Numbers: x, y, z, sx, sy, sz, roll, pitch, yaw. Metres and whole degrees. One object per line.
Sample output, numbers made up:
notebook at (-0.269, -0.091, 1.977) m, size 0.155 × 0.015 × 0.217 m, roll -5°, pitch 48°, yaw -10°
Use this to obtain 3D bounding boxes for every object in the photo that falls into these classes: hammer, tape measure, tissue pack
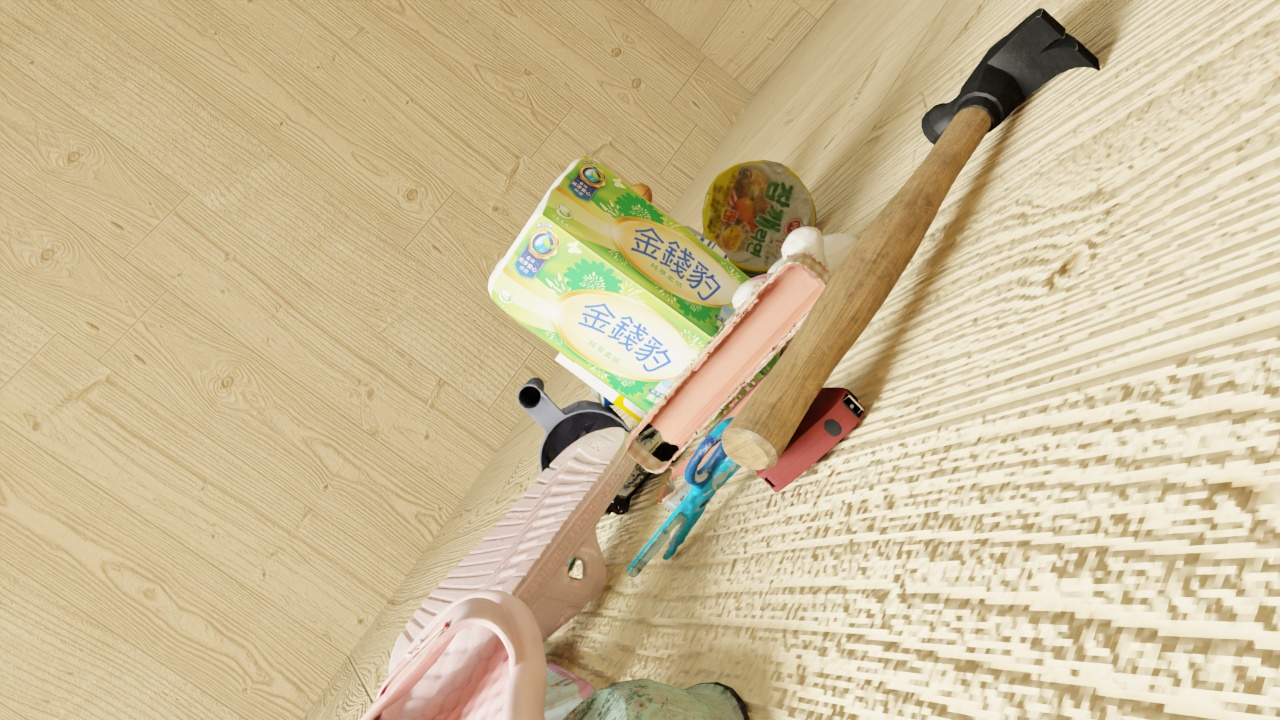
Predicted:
hammer at (0.135, -0.068, 0.473) m, size 0.304 × 0.040 × 0.133 m, roll -52°, pitch 5°, yaw -24°
tape measure at (0.082, 0.035, 0.451) m, size 0.059 × 0.019 × 0.051 m, roll -44°, pitch 7°, yaw 12°
tissue pack at (0.009, -0.061, 0.672) m, size 0.121 × 0.197 × 0.141 m, roll -37°, pitch 18°, yaw 44°

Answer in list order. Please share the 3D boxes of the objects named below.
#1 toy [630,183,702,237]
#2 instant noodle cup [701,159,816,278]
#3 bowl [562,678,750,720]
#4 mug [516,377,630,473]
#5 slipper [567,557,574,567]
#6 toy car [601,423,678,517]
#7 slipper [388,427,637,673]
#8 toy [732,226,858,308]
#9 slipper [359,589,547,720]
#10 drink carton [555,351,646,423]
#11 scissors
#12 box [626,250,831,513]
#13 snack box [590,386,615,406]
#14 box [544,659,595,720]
toy at (0.002, -0.097, 0.943) m, size 0.140 × 0.184 × 0.158 m, roll -51°, pitch 7°, yaw 22°
instant noodle cup at (0.097, -0.115, 0.825) m, size 0.102 × 0.102 × 0.108 m, roll -54°, pitch -1°, yaw -11°
bowl at (-0.023, 0.179, 0.337) m, size 0.157 × 0.038 × 0.157 m, roll -52°, pitch 7°, yaw 9°
mug at (-0.060, 0.064, 0.809) m, size 0.084 × 0.124 × 0.104 m, roll -44°, pitch 5°, yaw 0°
slipper at (-0.125, 0.207, 0.762) m, size 0.116 × 0.069 × 0.275 m, roll -40°, pitch 15°, yaw 48°
toy car at (-0.005, 0.078, 0.719) m, size 0.113 × 0.040 × 0.048 m, roll -50°, pitch 6°, yaw 25°
slipper at (-0.067, 0.141, 0.626) m, size 0.094 × 0.064 × 0.238 m, roll -13°, pitch 28°, yaw 45°
toy at (0.112, -0.060, 0.613) m, size 0.076 × 0.037 × 0.125 m, roll -38°, pitch -12°, yaw 29°
slipper at (-0.091, 0.163, 0.414) m, size 0.106 × 0.055 × 0.222 m, roll -44°, pitch 12°, yaw -6°
drink carton at (-0.004, 0.004, 0.736) m, size 0.059 × 0.122 × 0.040 m, roll -47°, pitch 9°, yaw 38°
scissors at (0.029, 0.071, 0.489) m, size 0.141 × 0.013 × 0.113 m, roll -48°, pitch -21°, yaw 12°
box at (0.056, 0.017, 0.572) m, size 0.188 × 0.054 × 0.076 m, roll -50°, pitch 39°, yaw 29°
snack box at (-0.002, 0.019, 0.849) m, size 0.150 × 0.082 × 0.026 m, roll -156°, pitch 61°, yaw -83°
box at (-0.102, 0.228, 0.548) m, size 0.139 × 0.062 × 0.215 m, roll -52°, pitch 7°, yaw -20°
